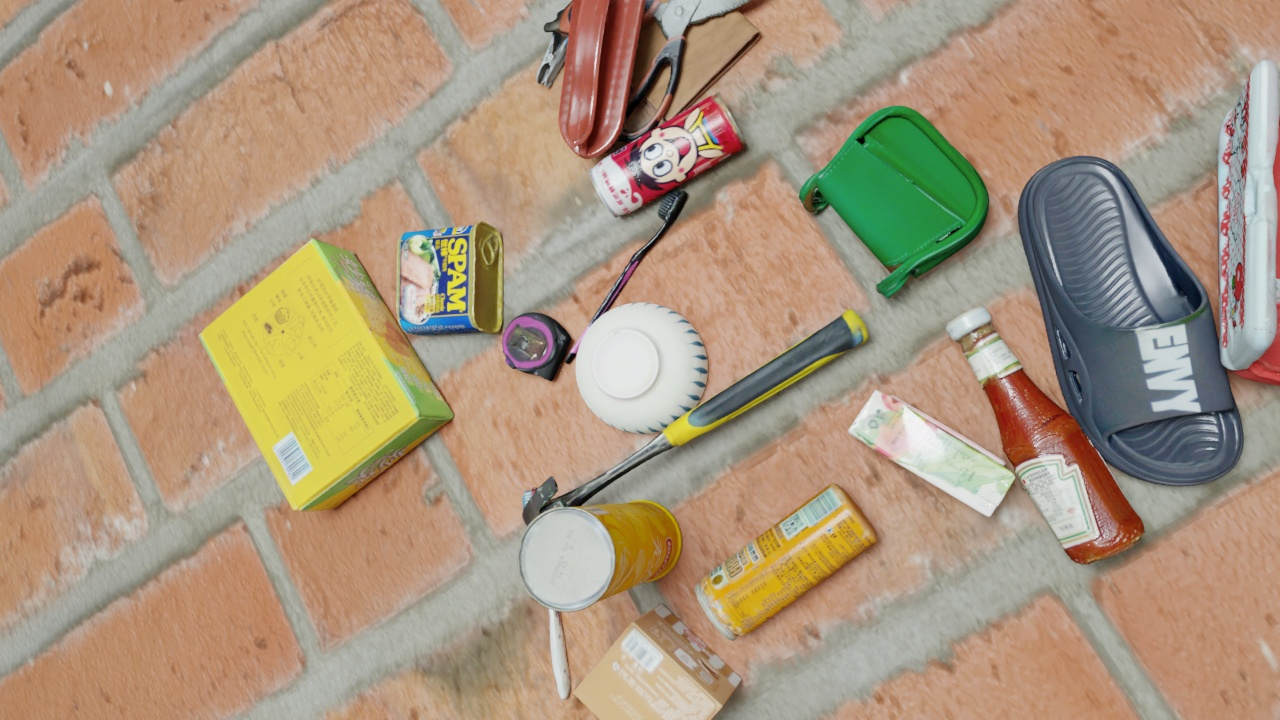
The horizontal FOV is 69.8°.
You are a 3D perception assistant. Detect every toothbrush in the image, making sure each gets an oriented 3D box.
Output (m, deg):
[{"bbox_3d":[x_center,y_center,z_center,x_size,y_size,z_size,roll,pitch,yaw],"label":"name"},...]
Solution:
[{"bbox_3d":[-0.085,0.207,0.820,0.017,0.016,0.187,-14,81,22],"label":"toothbrush"},{"bbox_3d":[-0.016,-0.076,0.830,0.018,0.014,0.189,38,96,26],"label":"toothbrush"}]

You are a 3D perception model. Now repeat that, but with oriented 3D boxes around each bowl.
[{"bbox_3d":[-0.005,0.005,0.790,0.116,0.066,0.116,-2,84,16],"label":"bowl"}]

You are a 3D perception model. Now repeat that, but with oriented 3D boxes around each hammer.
[{"bbox_3d":[0.043,0.055,0.757,0.323,0.126,0.032,-32,76,4],"label":"hammer"}]

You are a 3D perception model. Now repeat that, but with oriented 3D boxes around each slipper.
[{"bbox_3d":[0.358,-0.035,0.681,0.111,0.083,0.268,-20,78,15],"label":"slipper"}]

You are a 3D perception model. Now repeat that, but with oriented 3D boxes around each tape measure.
[{"bbox_3d":[-0.096,-0.015,0.833,0.058,0.039,0.057,27,92,17],"label":"tape measure"}]

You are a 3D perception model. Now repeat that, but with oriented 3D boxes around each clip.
[{"bbox_3d":[-0.081,-0.285,0.866,0.043,0.027,0.058,26,96,10],"label":"clip"}]

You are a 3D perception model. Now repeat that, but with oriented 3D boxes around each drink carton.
[{"bbox_3d":[0.228,0.071,0.722,0.122,0.053,0.045,32,93,16],"label":"drink carton"}]

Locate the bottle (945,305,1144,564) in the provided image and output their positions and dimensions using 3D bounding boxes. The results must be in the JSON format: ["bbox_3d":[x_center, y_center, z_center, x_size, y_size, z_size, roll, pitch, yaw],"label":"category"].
[{"bbox_3d":[0.301,0.052,0.700,0.060,0.059,0.206,-30,76,11],"label":"bottle"}]

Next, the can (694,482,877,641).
[{"bbox_3d":[0.117,0.163,0.742,0.146,0.058,0.058,-38,75,9],"label":"can"}]

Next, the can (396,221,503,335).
[{"bbox_3d":[-0.178,-0.073,0.855,0.083,0.057,0.102,-3,83,18],"label":"can"}]

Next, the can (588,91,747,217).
[{"bbox_3d":[0.023,-0.179,0.807,0.133,0.053,0.053,-28,77,12],"label":"can"}]

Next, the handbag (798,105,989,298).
[{"bbox_3d":[0.208,-0.132,0.747,0.120,0.068,0.131,-41,76,16],"label":"handbag"}]

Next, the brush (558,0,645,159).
[{"bbox_3d":[-0.038,-0.247,0.789,0.063,0.069,0.146,10,93,14],"label":"brush"}]

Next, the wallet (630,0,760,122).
[{"bbox_3d":[0.035,-0.288,0.834,0.115,0.020,0.101,-44,74,10],"label":"wallet"}]

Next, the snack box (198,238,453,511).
[{"bbox_3d":[-0.300,0.014,0.874,0.158,0.070,0.210,-37,75,10],"label":"snack box"}]

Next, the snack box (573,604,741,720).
[{"bbox_3d":[0.016,0.263,0.743,0.093,0.094,0.077,40,96,16],"label":"snack box"}]

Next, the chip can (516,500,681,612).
[{"bbox_3d":[-0.023,0.144,0.704,0.072,0.213,0.072,-2,82,13],"label":"chip can"}]

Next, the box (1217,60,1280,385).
[{"bbox_3d":[0.435,-0.088,0.635,0.074,0.154,0.201,-8,70,52],"label":"box"}]

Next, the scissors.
[{"bbox_3d":[0.019,-0.294,0.818,0.226,0.015,0.189,-5,89,15],"label":"scissors"}]
